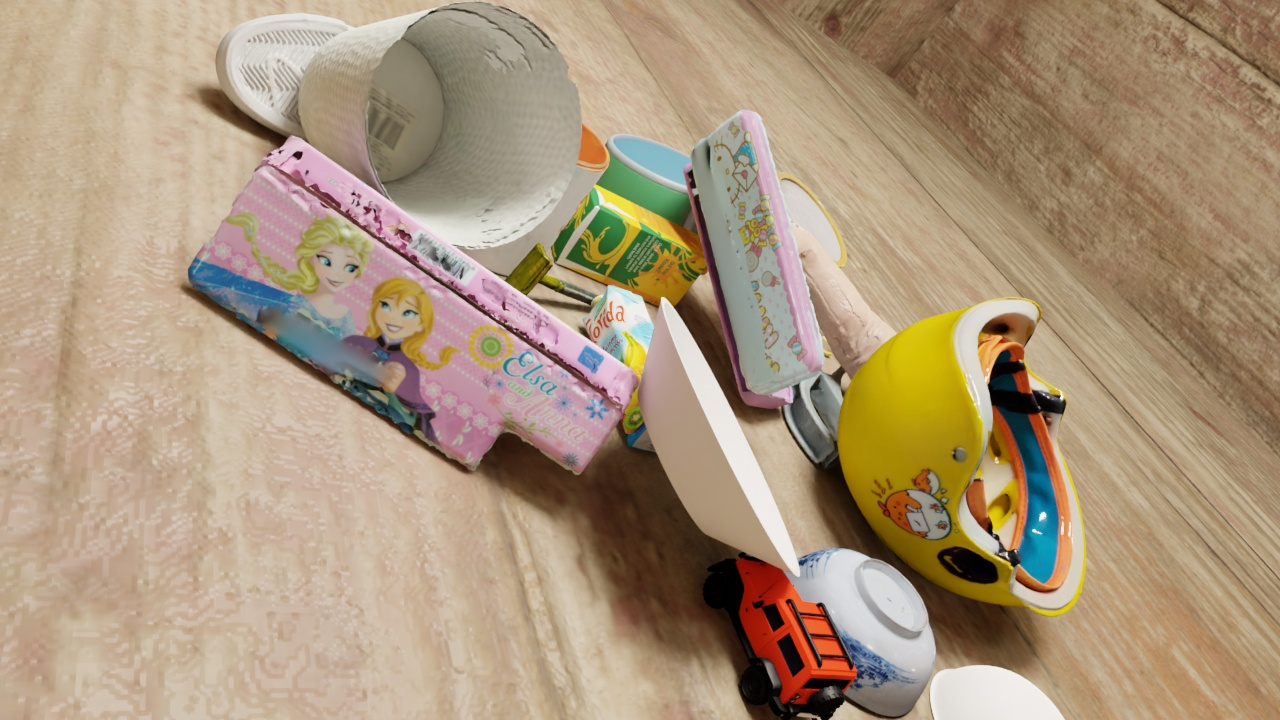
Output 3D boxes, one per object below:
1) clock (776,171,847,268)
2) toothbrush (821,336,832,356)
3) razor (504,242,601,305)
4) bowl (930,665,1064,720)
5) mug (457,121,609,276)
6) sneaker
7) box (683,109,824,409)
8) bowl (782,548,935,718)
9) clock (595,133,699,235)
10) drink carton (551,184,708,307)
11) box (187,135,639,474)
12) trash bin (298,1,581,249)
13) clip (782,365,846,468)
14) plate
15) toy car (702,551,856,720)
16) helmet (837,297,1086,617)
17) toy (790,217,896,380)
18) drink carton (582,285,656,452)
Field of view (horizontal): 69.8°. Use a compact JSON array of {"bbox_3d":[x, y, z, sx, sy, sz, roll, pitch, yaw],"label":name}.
[{"bbox_3d":[0.136,-0.133,0.957,0.158,0.081,0.117,32,38,-32],"label":"clock"},{"bbox_3d":[0.137,-0.039,0.890,0.135,0.016,0.021,28,34,-20],"label":"toothbrush"},{"bbox_3d":[-0.051,-0.051,0.673,0.105,0.042,0.026,18,31,-51],"label":"razor"},{"bbox_3d":[0.240,0.234,0.580,0.110,0.041,0.109,29,29,-18],"label":"bowl"},{"bbox_3d":[-0.084,-0.125,0.658,0.082,0.105,0.082,29,29,-18],"label":"mug"},{"bbox_3d":[-0.189,-0.197,0.678,0.241,0.089,0.091,-4,17,-37],"label":"sneaker"},{"bbox_3d":[0.083,-0.074,0.720,0.062,0.140,0.214,-11,76,-8],"label":"box"},{"bbox_3d":[0.145,0.159,0.574,0.114,0.045,0.114,29,29,-18],"label":"bowl"},{"bbox_3d":[-0.002,-0.164,0.858,0.161,0.075,0.121,32,27,14],"label":"clock"},{"bbox_3d":[-0.006,-0.090,0.750,0.122,0.058,0.041,21,32,-30],"label":"drink carton"},{"bbox_3d":[-0.122,-0.011,0.492,0.230,0.085,0.090,35,56,-7],"label":"box"},{"bbox_3d":[-0.135,-0.150,0.567,0.133,0.133,0.161,13,9,-40],"label":"trash bin"},{"bbox_3d":[0.144,0.028,0.787,0.090,0.027,0.162,36,27,-9],"label":"clip"},{"bbox_3d":[0.036,0.050,0.527,0.174,0.036,0.173,61,8,-16],"label":"plate"},{"bbox_3d":[0.078,0.148,0.506,0.051,0.049,0.100,16,35,-36],"label":"toy car"},{"bbox_3d":[0.235,0.079,0.697,0.208,0.140,0.240,-46,118,-44],"label":"helmet"},{"bbox_3d":[0.196,-0.029,0.841,0.264,0.065,0.196,52,14,5],"label":"toy"},{"bbox_3d":[-0.004,0.004,0.631,0.038,0.044,0.128,16,37,-37],"label":"drink carton"}]
